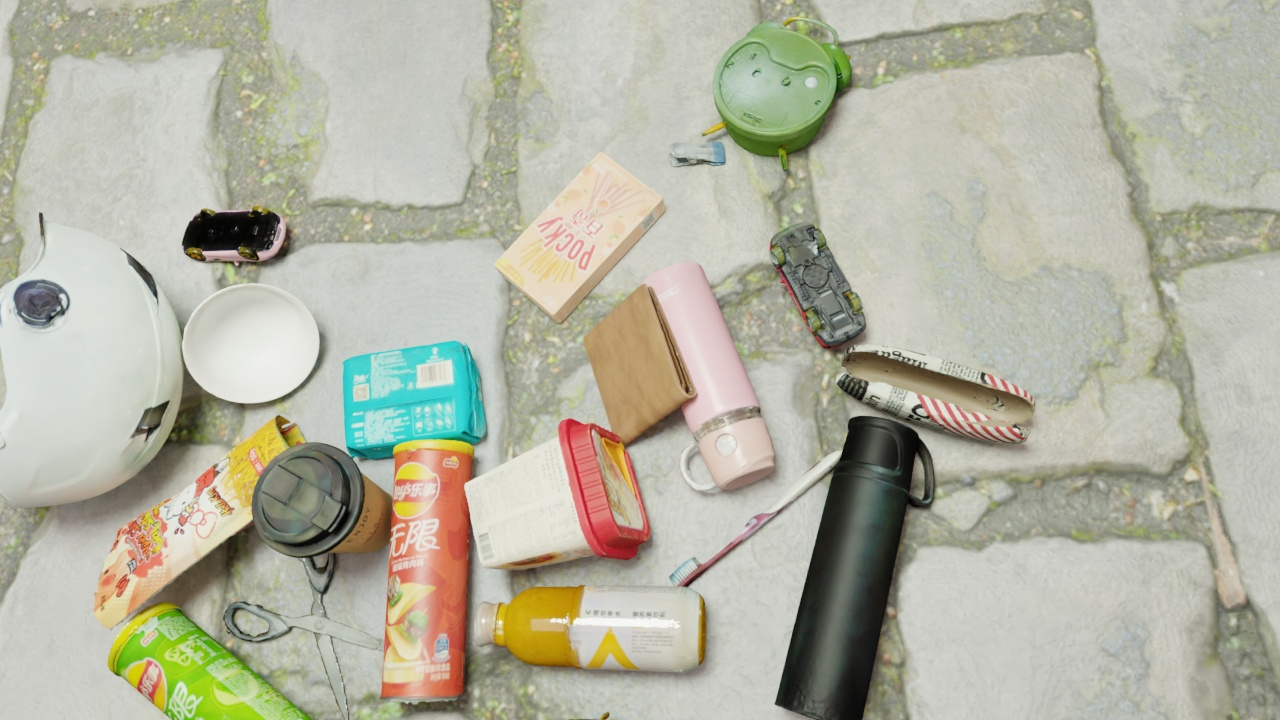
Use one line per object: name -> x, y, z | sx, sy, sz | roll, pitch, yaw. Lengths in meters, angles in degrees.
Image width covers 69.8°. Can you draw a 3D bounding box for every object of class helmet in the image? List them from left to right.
helmet -> -0.492, 0.007, 0.829 | 0.145, 0.230, 0.258 | 12, 67, -28

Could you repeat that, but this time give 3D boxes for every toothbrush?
toothbrush -> 0.101, 0.135, 0.794 | 0.187, 0.016, 0.017 | -38, 62, -4

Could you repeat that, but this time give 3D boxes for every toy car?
toy car -> -0.414, -0.127, 0.939 | 0.122, 0.037, 0.056 | 3, 70, 22
toy car -> 0.159, -0.067, 0.832 | 0.053, 0.045, 0.120 | -23, 76, -2

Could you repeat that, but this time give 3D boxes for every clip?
clip -> 0.056, -0.205, 0.904 | 0.056, 0.027, 0.024 | -1, 74, -3

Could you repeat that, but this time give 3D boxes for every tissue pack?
tissue pack -> -0.214, 0.038, 0.850 | 0.133, 0.050, 0.093 | -8, 73, 6

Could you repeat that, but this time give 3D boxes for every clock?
clock -> 0.138, -0.270, 0.893 | 0.116, 0.056, 0.161 | 28, 79, 15

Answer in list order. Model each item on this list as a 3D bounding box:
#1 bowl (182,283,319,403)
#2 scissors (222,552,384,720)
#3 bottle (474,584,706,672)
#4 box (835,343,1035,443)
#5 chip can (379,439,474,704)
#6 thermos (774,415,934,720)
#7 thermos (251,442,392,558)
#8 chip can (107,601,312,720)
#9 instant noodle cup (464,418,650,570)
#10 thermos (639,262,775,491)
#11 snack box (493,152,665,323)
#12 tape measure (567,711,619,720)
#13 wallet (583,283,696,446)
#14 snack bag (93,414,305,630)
bowl -> -0.373, -0.025, 0.877 | 0.118, 0.118, 0.065 | -42, 33, -6
scissors -> -0.292, 0.236, 0.818 | 0.159, 0.014, 0.180 | -17, 72, 3
bottle -> -0.042, 0.220, 0.758 | 0.190, 0.068, 0.068 | -1, 72, 8
box -> 0.252, 0.021, 0.783 | 0.164, 0.076, 0.073 | 15, 79, 14
chip can -> -0.183, 0.179, 0.790 | 0.073, 0.073, 0.216 | -2, 73, 7
thermos -> 0.182, 0.171, 0.746 | 0.090, 0.068, 0.242 | 21, 75, -9
thermos -> -0.259, 0.126, 0.779 | 0.093, 0.143, 0.093 | -3, 71, 7
chip can -> -0.347, 0.295, 0.776 | 0.221, 0.072, 0.072 | 30, 79, 16
instant noodle cup -> -0.072, 0.122, 0.777 | 0.124, 0.116, 0.116 | -20, 70, 13
thermos -> 0.051, 0.018, 0.814 | 0.087, 0.067, 0.198 | -26, 71, 20
snack box -> -0.058, -0.120, 0.890 | 0.084, 0.026, 0.157 | 40, 81, 17
tape measure -> -0.042, 0.301, 0.738 | 0.057, 0.060, 0.028 | -12, 67, 5
wallet -> -0.005, 0.005, 0.817 | 0.101, 0.020, 0.115 | -38, 62, 40
snack bag -> -0.393, 0.138, 0.827 | 0.207, 0.073, 0.128 | -35, 35, -7
